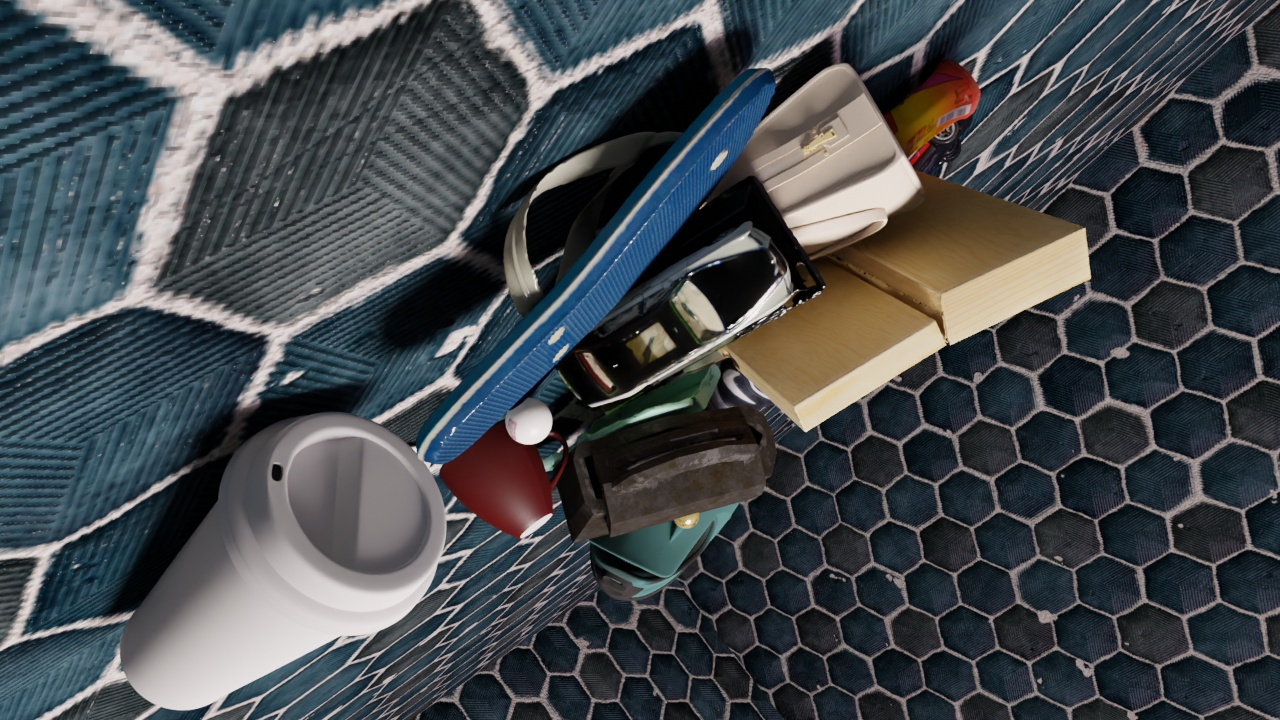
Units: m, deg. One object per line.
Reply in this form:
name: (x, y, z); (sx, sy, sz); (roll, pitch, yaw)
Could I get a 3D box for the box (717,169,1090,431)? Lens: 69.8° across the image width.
box: (0.178, -0.065, 0.754); (0.253, 0.068, 0.247); (-33, -153, -4)

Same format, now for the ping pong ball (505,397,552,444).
ping pong ball: (-0.096, 0.052, 0.788); (0.040, 0.040, 0.040); (-36, 166, -10)

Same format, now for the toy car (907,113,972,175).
toy car: (0.261, -0.184, 0.922); (0.189, 0.056, 0.081); (-49, 166, 14)

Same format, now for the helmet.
helmet: (0.024, 0.151, 1.072); (0.273, 0.176, 0.201); (-58, 168, -38)

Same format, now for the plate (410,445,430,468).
plate: (-0.228, 0.119, 0.718); (0.157, 0.014, 0.157); (-36, 167, -10)

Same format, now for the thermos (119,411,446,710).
thermos: (-0.229, 0.134, 0.559); (0.222, 0.131, 0.131); (-38, 169, 30)

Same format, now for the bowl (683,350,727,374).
bowl: (0.096, -0.044, 0.904); (0.151, 0.057, 0.150); (-27, -176, 2)

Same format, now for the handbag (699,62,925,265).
handbag: (0.100, -0.113, 0.685); (0.198, 0.101, 0.194); (-31, 170, 20)

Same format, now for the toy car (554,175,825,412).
toy car: (0.017, -0.026, 0.603); (0.192, 0.094, 0.071); (-29, -162, 23)

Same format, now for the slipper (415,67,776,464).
slipper: (-0.035, -0.062, 0.533); (0.294, 0.060, 0.118); (-48, 170, -4)

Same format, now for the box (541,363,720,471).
box: (-0.014, 0.067, 0.942); (0.187, 0.052, 0.138); (-30, -174, 40)

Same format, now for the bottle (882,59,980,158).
bottle: (0.227, -0.198, 0.798); (0.134, 0.048, 0.071); (-39, 167, 2)

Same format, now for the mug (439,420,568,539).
mug: (-0.109, 0.107, 0.830); (0.113, 0.088, 0.087); (-32, 165, -25)

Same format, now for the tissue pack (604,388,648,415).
tissue pack: (-0.005, 0.005, 0.894); (0.099, 0.034, 0.114); (-35, 164, -9)

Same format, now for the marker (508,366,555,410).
marker: (-0.068, -0.003, 0.731); (0.018, 0.015, 0.134); (16, 128, -43)

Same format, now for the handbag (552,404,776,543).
handbag: (0.034, 0.108, 0.870); (0.197, 0.102, 0.200); (-13, 163, -16)

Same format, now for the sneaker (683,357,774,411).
sneaker: (0.172, -0.013, 1.045); (0.151, 0.097, 0.251); (-19, -172, 44)
